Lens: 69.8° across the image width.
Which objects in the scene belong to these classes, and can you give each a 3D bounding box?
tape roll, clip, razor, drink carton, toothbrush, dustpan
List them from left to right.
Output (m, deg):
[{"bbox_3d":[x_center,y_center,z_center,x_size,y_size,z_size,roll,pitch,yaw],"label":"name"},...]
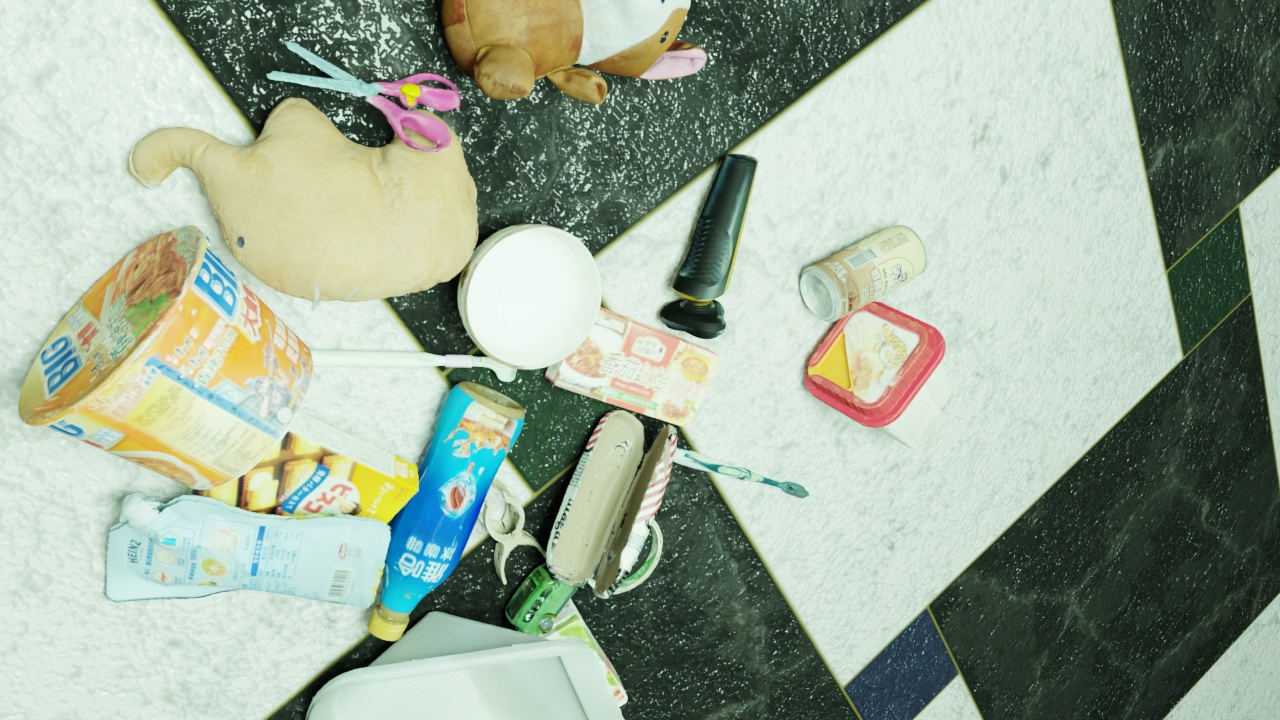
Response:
[{"bbox_3d":[-0.188,0.001,0.719,0.189,0.020,0.029,2,76,-29],"label":"toothbrush"},{"bbox_3d":[-0.143,0.326,0.757,0.142,0.258,0.223,-42,125,-38],"label":"dustpan"},{"bbox_3d":[-0.118,0.149,0.804,0.071,0.035,0.100,-30,128,-18],"label":"clip"},{"bbox_3d":[-0.062,0.286,0.872,0.053,0.045,0.122,-28,118,-6],"label":"drink carton"},{"bbox_3d":[-0.019,0.183,0.880,0.085,0.014,0.086,-10,111,-26],"label":"tape roll"},{"bbox_3d":[0.068,-0.102,0.811,0.067,0.062,0.167,10,98,-62],"label":"razor"},{"bbox_3d":[0.101,0.115,0.920,0.191,0.018,0.016,20,97,-33],"label":"toothbrush"}]

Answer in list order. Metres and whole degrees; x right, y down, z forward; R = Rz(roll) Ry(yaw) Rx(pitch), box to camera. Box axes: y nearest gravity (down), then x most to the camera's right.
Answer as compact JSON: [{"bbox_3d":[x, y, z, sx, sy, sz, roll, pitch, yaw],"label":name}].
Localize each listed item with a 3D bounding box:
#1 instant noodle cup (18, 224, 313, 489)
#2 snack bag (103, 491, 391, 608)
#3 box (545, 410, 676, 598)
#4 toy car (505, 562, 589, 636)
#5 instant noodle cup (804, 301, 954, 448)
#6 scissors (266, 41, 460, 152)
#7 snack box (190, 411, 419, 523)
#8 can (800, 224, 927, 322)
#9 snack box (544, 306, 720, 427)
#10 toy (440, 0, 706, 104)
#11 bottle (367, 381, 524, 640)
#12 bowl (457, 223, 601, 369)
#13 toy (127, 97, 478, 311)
[{"bbox_3d":[-0.294,0.005,0.591,0.151,0.151,0.111,-47,131,-7],"label":"instant noodle cup"},{"bbox_3d":[-0.289,0.145,0.680,0.191,0.038,0.111,10,132,-19],"label":"snack bag"},{"bbox_3d":[-0.031,0.122,0.810,0.088,0.076,0.162,22,75,-6],"label":"box"},{"bbox_3d":[-0.084,0.208,0.834,0.091,0.043,0.036,-50,123,-6],"label":"toy car"},{"bbox_3d":[0.248,0.021,0.920,0.116,0.116,0.124,-53,134,-3],"label":"instant noodle cup"},{"bbox_3d":[-0.182,-0.177,0.622,0.134,0.113,0.017,0,143,-31],"label":"scissors"},{"bbox_3d":[-0.249,0.089,0.690,0.140,0.033,0.087,32,113,-35],"label":"snack box"},{"bbox_3d":[0.216,-0.085,0.889,0.116,0.058,0.058,-26,118,-19],"label":"can"},{"bbox_3d":[-0.005,0.005,0.818,0.152,0.025,0.075,20,97,-33],"label":"snack box"},{"bbox_3d":[-0.039,-0.256,0.658,0.199,0.131,0.140,-16,109,-34],"label":"toy"},{"bbox_3d":[-0.166,0.125,0.748,0.065,0.065,0.219,23,96,-33],"label":"bottle"},{"bbox_3d":[-0.094,-0.056,0.725,0.113,0.062,0.113,-11,113,-27],"label":"bowl"},{"bbox_3d":[-0.221,-0.106,0.626,0.225,0.083,0.143,-2,79,-27],"label":"toy"}]
